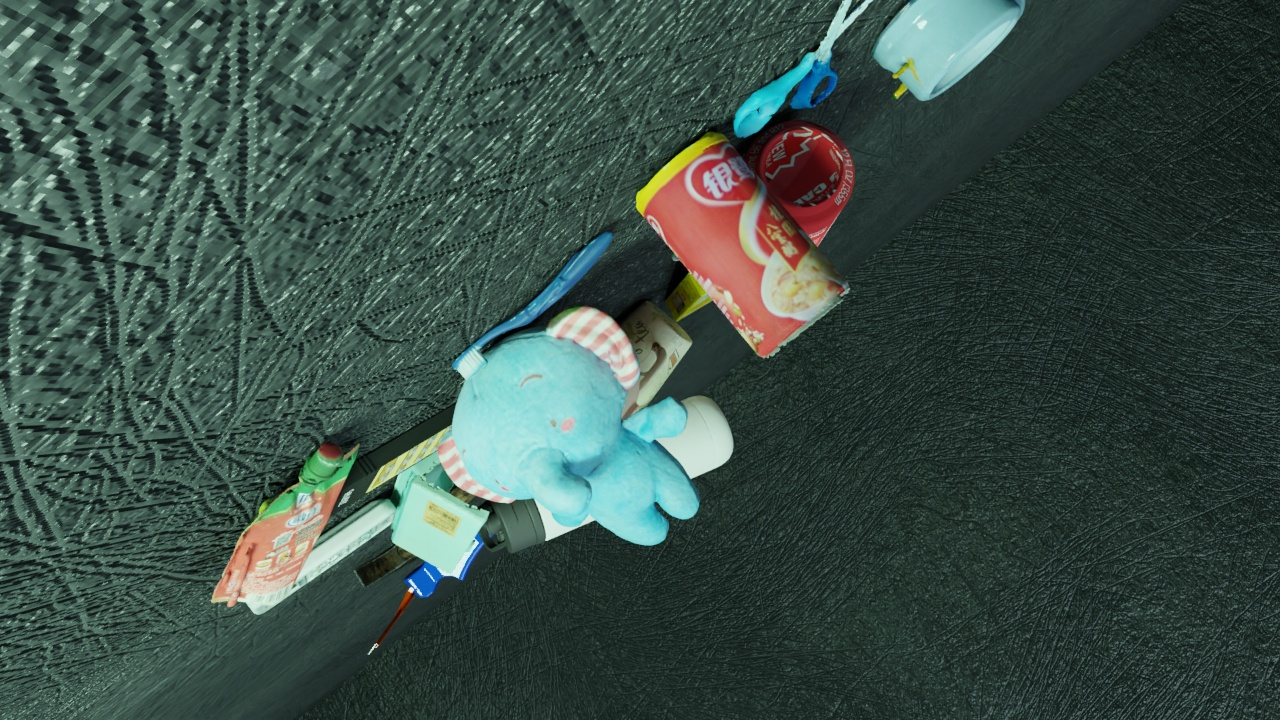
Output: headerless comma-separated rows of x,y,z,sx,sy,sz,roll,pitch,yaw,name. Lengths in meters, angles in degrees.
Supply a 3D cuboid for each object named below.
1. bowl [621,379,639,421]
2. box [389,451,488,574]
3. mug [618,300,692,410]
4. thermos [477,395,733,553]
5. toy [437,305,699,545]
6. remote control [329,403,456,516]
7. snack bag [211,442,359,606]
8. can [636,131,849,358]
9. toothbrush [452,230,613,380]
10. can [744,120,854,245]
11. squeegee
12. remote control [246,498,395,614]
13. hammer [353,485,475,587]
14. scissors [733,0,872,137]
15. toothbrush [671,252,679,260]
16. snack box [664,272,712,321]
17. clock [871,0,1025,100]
-0.049,0.044,0.731,0.153,0.076,0.153,-55,172,-11,bowl
-0.167,0.133,0.799,0.077,0.091,0.189,-33,171,-31,box
-0.005,0.005,0.829,0.097,0.081,0.122,-47,-167,11,mug
-0.035,0.105,0.826,0.229,0.068,0.101,-22,171,-18,thermos
-0.045,0.063,0.611,0.184,0.180,0.114,-44,-173,25,toy
-0.170,0.066,0.673,0.133,0.013,0.058,-33,171,-39,remote control
-0.217,0.100,0.573,0.156,0.044,0.087,-49,173,38,snack bag
0.059,-0.067,0.536,0.066,0.124,0.067,-38,173,-5,can
-0.065,-0.033,0.563,0.132,0.016,0.021,-39,175,12,toothbrush
0.105,-0.115,0.665,0.074,0.074,0.142,-38,173,-5,can
-0.209,0.219,1.036,0.185,0.055,0.249,-37,-176,1,squeegee
-0.262,0.158,0.754,0.133,0.022,0.050,-35,173,-26,remote control
-0.197,0.148,0.994,0.331,0.033,0.119,-44,170,36,hammer
0.108,-0.180,0.538,0.130,0.014,0.116,-47,167,26,scissors
0.073,-0.106,0.792,0.019,0.018,0.187,-36,176,34,toothbrush
0.069,-0.075,0.849,0.075,0.025,0.152,-31,178,-8,snack box
0.213,-0.226,0.605,0.125,0.051,0.088,-40,171,13,clock
